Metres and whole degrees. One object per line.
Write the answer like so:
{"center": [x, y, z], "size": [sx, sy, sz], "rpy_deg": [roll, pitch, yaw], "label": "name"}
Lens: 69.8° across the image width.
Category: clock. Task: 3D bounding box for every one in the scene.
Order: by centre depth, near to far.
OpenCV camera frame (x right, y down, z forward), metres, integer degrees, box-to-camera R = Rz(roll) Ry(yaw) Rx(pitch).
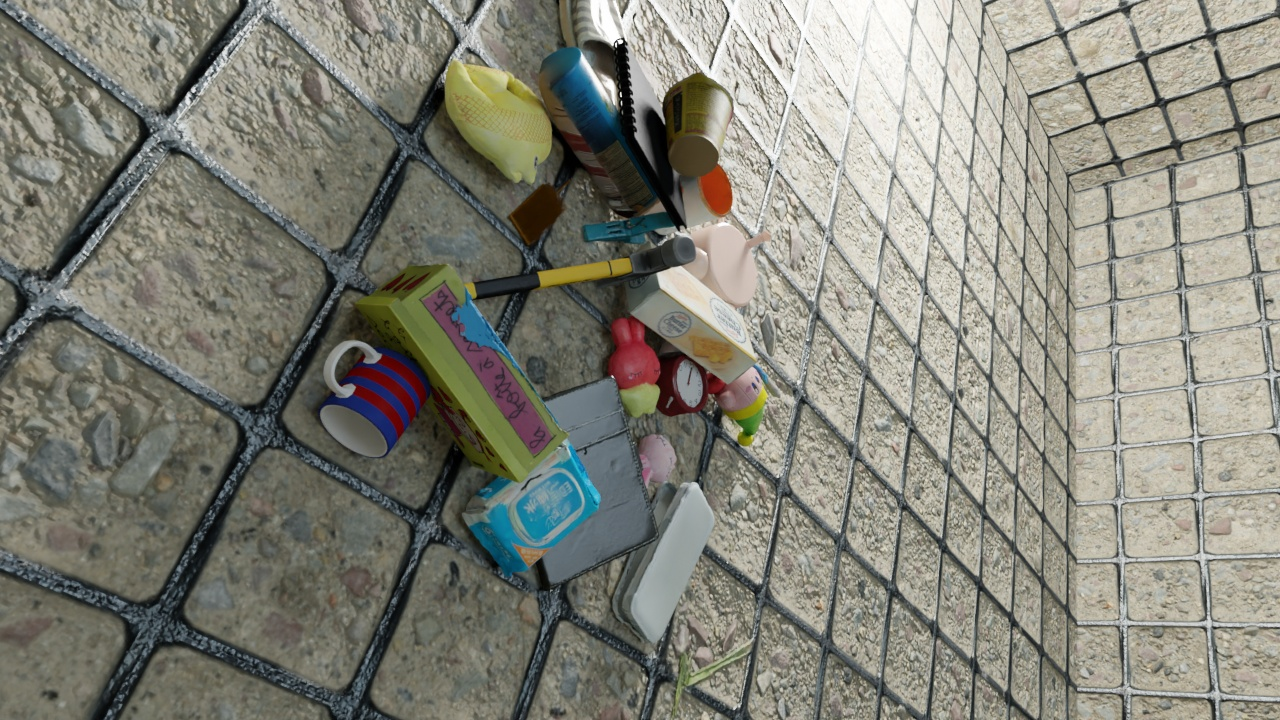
{"center": [0.056, 0.025, 1.273], "size": [0.087, 0.044, 0.124], "rpy_deg": [37, 55, -39], "label": "clock"}
{"center": [0.128, -0.140, 1.381], "size": [0.160, 0.086, 0.131], "rpy_deg": [-48, 117, -39], "label": "clock"}

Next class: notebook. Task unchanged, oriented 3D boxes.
{"center": [-0.070, 0.138, 1.065], "size": [0.169, 0.029, 0.209], "rpy_deg": [-19, 99, -31], "label": "notebook"}
{"center": [0.012, -0.304, 1.212], "size": [0.169, 0.019, 0.231], "rpy_deg": [54, 23, -44], "label": "notebook"}

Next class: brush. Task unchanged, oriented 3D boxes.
{"center": [-0.115, -0.195, 1.143], "size": [0.048, 0.017, 0.126], "rpy_deg": [58, 43, -23], "label": "brush"}

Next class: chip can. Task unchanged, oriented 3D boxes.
{"center": [-0.052, -0.285, 1.170], "size": [0.229, 0.080, 0.079], "rpy_deg": [52, 44, -42], "label": "chip can"}

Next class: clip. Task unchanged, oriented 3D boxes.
{"center": [-0.013, -0.175, 1.238], "size": [0.118, 0.120, 0.033], "rpy_deg": [-8, 86, -84], "label": "clip"}

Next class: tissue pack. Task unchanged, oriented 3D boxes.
{"center": [-0.113, 0.153, 0.989], "size": [0.144, 0.062, 0.093], "rpy_deg": [-39, 108, -26], "label": "tissue pack"}

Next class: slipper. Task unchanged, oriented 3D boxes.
{"center": [-0.056, -0.414, 1.251], "size": [0.114, 0.054, 0.272], "rpy_deg": [1, 81, -57], "label": "slipper"}

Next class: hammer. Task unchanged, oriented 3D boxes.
{"center": [-0.102, -0.094, 1.062], "size": [0.323, 0.170, 0.034], "rpy_deg": [-14, 91, -37], "label": "hammer"}

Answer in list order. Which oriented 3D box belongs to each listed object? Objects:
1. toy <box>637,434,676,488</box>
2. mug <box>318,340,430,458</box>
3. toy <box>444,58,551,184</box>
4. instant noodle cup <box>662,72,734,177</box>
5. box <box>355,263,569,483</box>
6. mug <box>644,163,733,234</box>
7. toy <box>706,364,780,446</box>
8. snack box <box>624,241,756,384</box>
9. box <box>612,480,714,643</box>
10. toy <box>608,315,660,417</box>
{"center": [0.012, 0.132, 1.189], "size": [0.109, 0.047, 0.063], "rpy_deg": [-27, 93, -47], "label": "toy"}
{"center": [-0.254, 0.026, 0.856], "size": [0.112, 0.075, 0.076], "rpy_deg": [72, 34, -40], "label": "mug"}
{"center": [-0.159, -0.280, 1.080], "size": [0.170, 0.065, 0.155], "rpy_deg": [-11, 78, -59], "label": "toy"}
{"center": [0.075, -0.307, 1.238], "size": [0.100, 0.101, 0.112], "rpy_deg": [42, 39, -36], "label": "instant noodle cup"}
{"center": [-0.179, 0.011, 0.916], "size": [0.079, 0.125, 0.221], "rpy_deg": [-44, 117, -22], "label": "box"}
{"center": [0.066, -0.230, 1.304], "size": [0.082, 0.106, 0.082], "rpy_deg": [17, 67, -48], "label": "mug"}
{"center": [0.150, 0.056, 1.368], "size": [0.131, 0.097, 0.123], "rpy_deg": [46, 39, -8], "label": "toy"}
{"center": [0.068, -0.062, 1.259], "size": [0.207, 0.058, 0.104], "rpy_deg": [35, 29, -34], "label": "snack box"}
{"center": [0.035, 0.256, 1.181], "size": [0.118, 0.063, 0.213], "rpy_deg": [55, 43, -28], "label": "box"}
{"center": [-0.007, 0.007, 1.198], "size": [0.091, 0.045, 0.135], "rpy_deg": [-3, 85, -54], "label": "toy"}
